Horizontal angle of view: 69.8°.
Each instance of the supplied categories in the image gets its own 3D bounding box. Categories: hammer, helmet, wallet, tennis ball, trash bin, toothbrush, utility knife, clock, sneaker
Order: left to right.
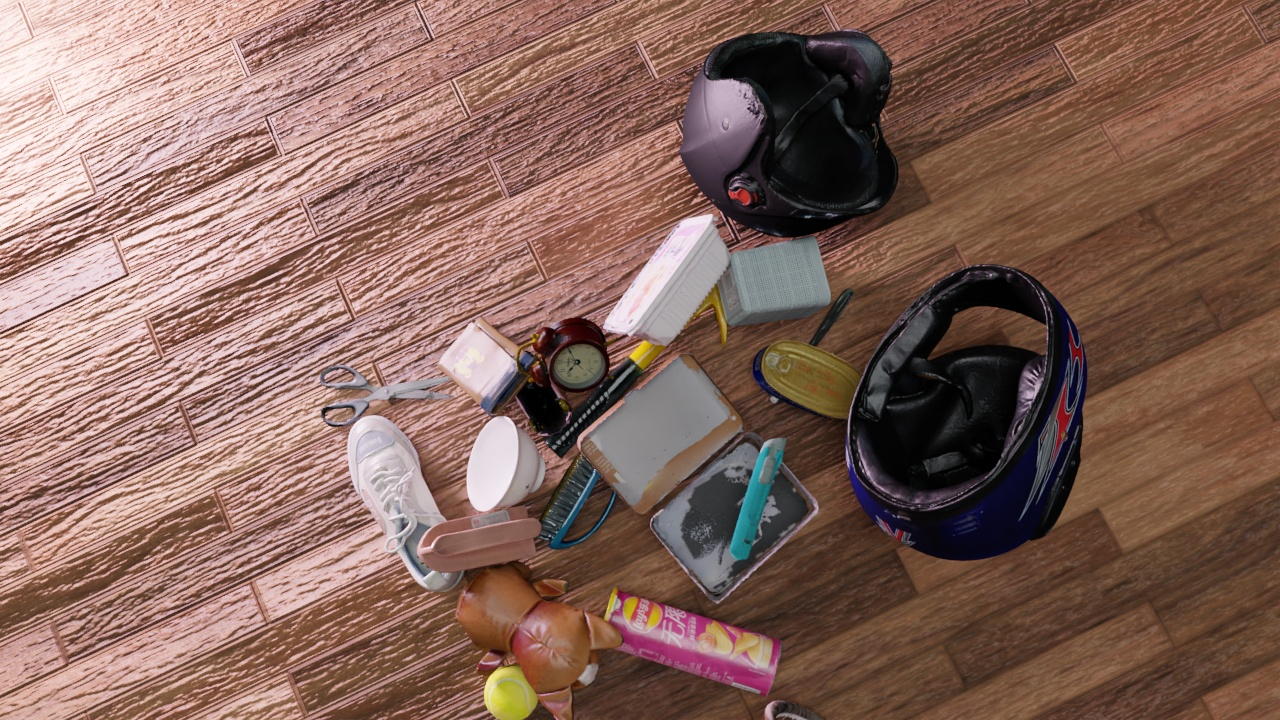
[{"bbox_3d":[-0.297,0.176,1.124,0.089,0.091,0.242,-30,82,-4],"label":"sneaker"},{"bbox_3d":[-0.194,0.005,1.156,0.115,0.033,0.090,37,85,33],"label":"wallet"},{"bbox_3d":[-0.154,0.399,1.101,0.065,0.065,0.065,0,82,1],"label":"tennis ball"},{"bbox_3d":[-0.091,-0.005,1.113,0.122,0.055,0.082,-1,121,-14],"label":"clock"},{"bbox_3d":[-0.007,0.007,1.169,0.129,0.033,0.300,44,85,8],"label":"hammer"},{"bbox_3d":[0.136,0.159,1.064,0.029,0.013,0.151,19,85,-1],"label":"utility knife"},{"bbox_3d":[0.173,-0.262,1.104,0.232,0.231,0.274,-30,81,-28],"label":"helmet"},{"bbox_3d":[0.174,0.529,1.013,0.227,0.227,0.192,37,97,6],"label":"trash bin"},{"bbox_3d":[0.220,-0.020,1.175,0.015,0.018,0.181,35,83,9],"label":"toothbrush"},{"bbox_3d":[0.379,0.072,1.040,0.247,0.240,0.315,28,90,40],"label":"helmet"}]

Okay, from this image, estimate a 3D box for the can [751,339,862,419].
[{"bbox_3d":[0.212,0.025,1.137,0.148,0.049,0.074,23,82,-7],"label":"can"}]

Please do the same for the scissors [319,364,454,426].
[{"bbox_3d":[-0.332,0.047,1.185,0.168,0.014,0.156,35,83,3],"label":"scissors"}]

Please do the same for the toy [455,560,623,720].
[{"bbox_3d":[-0.121,0.322,1.073,0.200,0.130,0.140,20,78,35],"label":"toy"}]

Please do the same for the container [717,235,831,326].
[{"bbox_3d":[0.160,-0.094,1.137,0.111,0.090,0.090,-11,81,-14],"label":"container"}]

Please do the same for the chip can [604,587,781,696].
[{"bbox_3d":[0.058,0.338,1.101,0.210,0.071,0.071,16,83,3],"label":"chip can"}]

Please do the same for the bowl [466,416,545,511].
[{"bbox_3d":[-0.157,0.133,1.133,0.064,0.118,0.118,18,81,-36],"label":"bowl"}]

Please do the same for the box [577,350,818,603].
[{"bbox_3d":[0.069,0.137,1.111,0.178,0.105,0.260,-42,83,-4],"label":"box"}]

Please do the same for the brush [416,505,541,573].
[{"bbox_3d":[-0.191,0.211,1.076,0.145,0.073,0.063,-4,74,-37],"label":"brush"}]

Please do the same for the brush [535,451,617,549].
[{"bbox_3d":[-0.071,0.172,1.136,0.073,0.055,0.143,31,83,0],"label":"brush"}]

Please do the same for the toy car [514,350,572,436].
[{"bbox_3d":[-0.130,0.043,1.158,0.056,0.037,0.122,-36,67,5],"label":"toy car"}]

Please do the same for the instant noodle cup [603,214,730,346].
[{"bbox_3d":[0.039,-0.089,1.108,0.060,0.138,0.173,39,83,-16],"label":"instant noodle cup"}]
